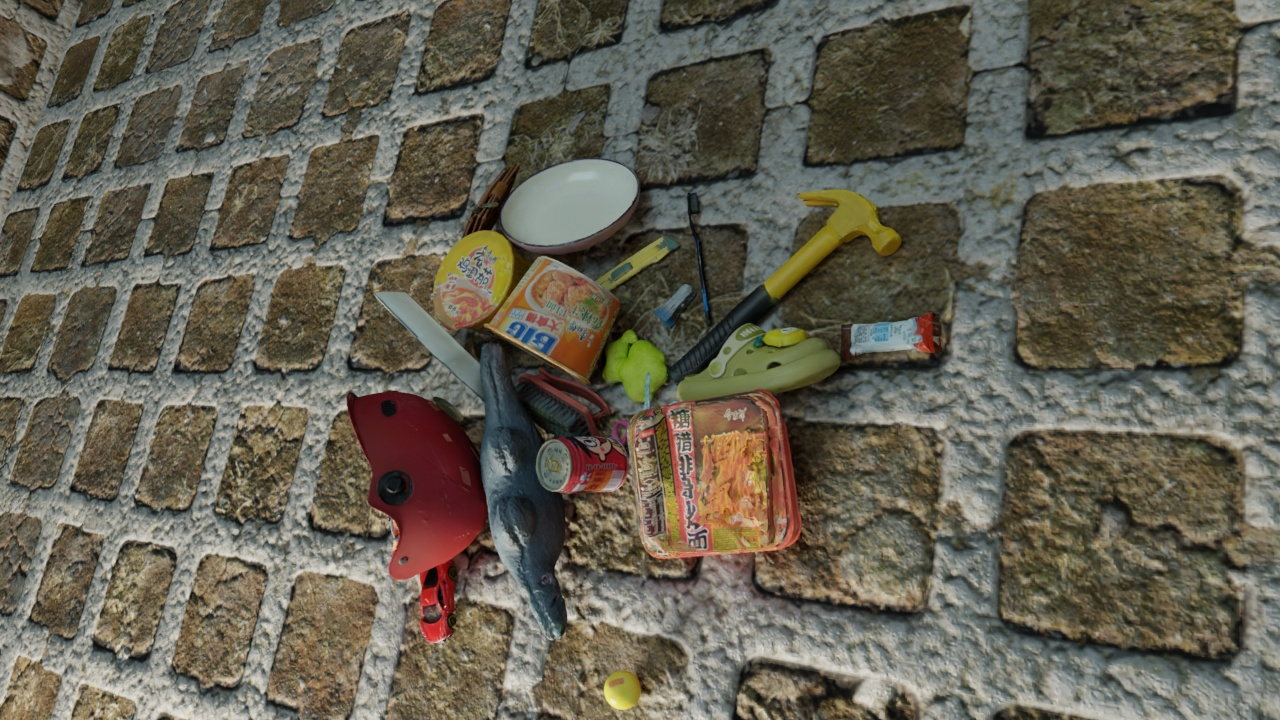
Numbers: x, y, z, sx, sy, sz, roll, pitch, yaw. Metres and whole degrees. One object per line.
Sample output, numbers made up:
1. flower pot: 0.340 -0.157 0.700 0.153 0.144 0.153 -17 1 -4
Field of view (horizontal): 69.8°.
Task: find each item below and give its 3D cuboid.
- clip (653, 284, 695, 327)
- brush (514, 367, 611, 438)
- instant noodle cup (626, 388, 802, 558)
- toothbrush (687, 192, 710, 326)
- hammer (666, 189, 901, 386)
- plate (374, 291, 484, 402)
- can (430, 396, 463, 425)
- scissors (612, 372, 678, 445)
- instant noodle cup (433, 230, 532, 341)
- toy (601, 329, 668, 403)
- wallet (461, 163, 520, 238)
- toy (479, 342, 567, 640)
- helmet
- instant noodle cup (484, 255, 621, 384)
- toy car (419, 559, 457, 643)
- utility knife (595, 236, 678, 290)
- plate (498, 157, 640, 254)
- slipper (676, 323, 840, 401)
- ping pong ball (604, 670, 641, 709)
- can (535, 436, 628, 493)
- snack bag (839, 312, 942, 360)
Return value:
1. clip: 0.044 -0.069 1.126 0.058 0.043 0.027 -46 51 2
2. brush: -0.104 0.053 1.160 0.146 0.063 0.069 28 58 39
3. instant noodle cup: 0.084 0.121 0.976 0.189 0.079 0.164 -11 82 32
4. toothbrush: 0.075 -0.128 1.132 0.016 0.014 0.189 -9 67 5
5. hammer: 0.147 -0.077 1.051 0.301 0.033 0.128 -43 54 13
6. plate: -0.260 -0.016 1.229 0.034 0.162 0.266 -46 51 -7
7. can: -0.305 0.117 1.270 0.133 0.053 0.053 -51 53 8
8. scissors: 0.009 0.084 1.071 0.134 0.017 0.130 -40 63 45
9. instant noodle cup: -0.192 -0.091 1.236 0.138 0.109 0.137 -12 66 29
10. toy: -0.007 0.007 1.125 0.100 0.031 0.096 -4 72 36
11. wallet: -0.213 -0.210 1.280 0.119 0.035 0.130 -50 13 47
12. toy: -0.140 0.159 1.093 0.091 0.138 0.356 -13 69 -7
13. helmet: -0.269 0.139 1.150 0.144 0.207 0.240 -15 102 -10
14. instant noodle cup: -0.101 -0.053 1.140 0.151 0.151 0.111 26 84 37
15. toy car: -0.264 0.310 1.186 0.049 0.031 0.106 -17 66 29
16. utility knife: -0.030 -0.107 1.197 0.191 0.020 0.031 -35 52 24
17. plate: -0.090 -0.199 1.217 0.192 0.039 0.192 -10 44 9
18. slipper: 0.119 0.001 0.998 0.191 0.091 0.081 -14 90 35
19. ping pong ball: -0.019 0.358 0.997 0.040 0.040 0.040 -12 66 30
20. can: -0.068 0.122 1.075 0.067 0.093 0.066 -4 84 43
21. snack bag: 0.260 -0.024 0.959 0.104 0.026 0.048 -9 62 32
